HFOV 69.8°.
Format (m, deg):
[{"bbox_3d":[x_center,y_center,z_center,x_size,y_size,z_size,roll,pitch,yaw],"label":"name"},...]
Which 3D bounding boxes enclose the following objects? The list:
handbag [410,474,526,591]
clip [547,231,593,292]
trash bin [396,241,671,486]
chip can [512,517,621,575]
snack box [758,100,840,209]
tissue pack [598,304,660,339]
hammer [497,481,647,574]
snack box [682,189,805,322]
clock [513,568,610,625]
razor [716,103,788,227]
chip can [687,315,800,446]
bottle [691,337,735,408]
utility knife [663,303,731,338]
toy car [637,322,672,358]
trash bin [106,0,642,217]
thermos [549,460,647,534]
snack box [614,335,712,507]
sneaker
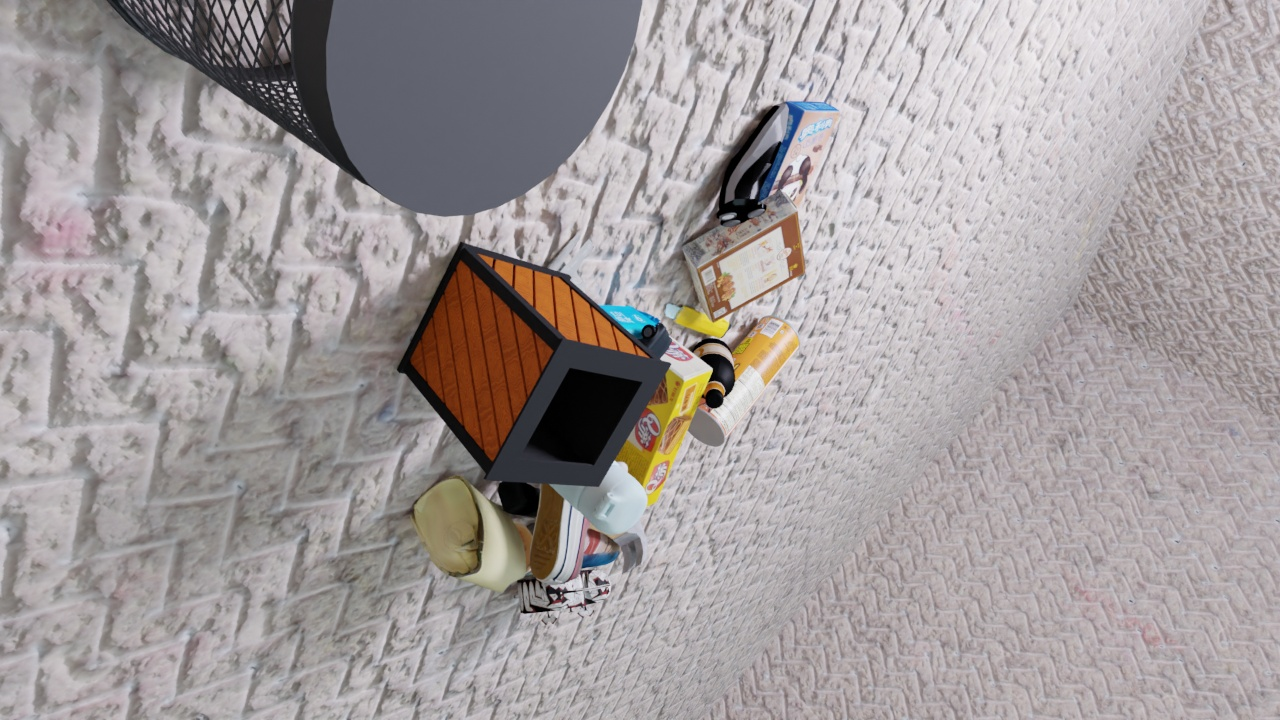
[{"bbox_3d":[-0.192,0.202,1.039,0.081,0.111,0.119,-33,150,0],"label":"handbag"},{"bbox_3d":[-0.077,-0.077,0.958,0.101,0.050,0.058,-48,140,-4],"label":"clip"},{"bbox_3d":[-0.101,0.006,0.850,0.139,0.172,0.140,12,113,-49],"label":"trash bin"},{"bbox_3d":[-0.108,0.254,1.271,0.080,0.080,0.229,-57,153,9],"label":"chip can"},{"bbox_3d":[0.189,-0.251,1.159,0.087,0.034,0.152,-17,136,-47],"label":"snack box"},{"bbox_3d":[-0.043,-0.016,1.059,0.144,0.062,0.093,0,123,-54],"label":"tissue pack"},{"bbox_3d":[-0.082,0.204,1.209,0.039,0.131,0.328,-31,151,15],"label":"hammer"},{"bbox_3d":[0.135,-0.128,1.170,0.147,0.041,0.143,-30,150,-1],"label":"snack box"},{"bbox_3d":[-0.105,0.332,1.291,0.114,0.065,0.155,0,166,-38],"label":"clock"},{"bbox_3d":[0.135,-0.232,1.083,0.057,0.060,0.156,29,78,-74],"label":"razor"},{"bbox_3d":[0.150,0.027,1.352,0.214,0.075,0.075,-47,154,-30],"label":"chip can"},{"bbox_3d":[0.097,0.022,1.222,0.059,0.059,0.181,-61,-174,17],"label":"bottle"},{"bbox_3d":[0.079,-0.055,1.246,0.178,0.017,0.030,13,107,-61],"label":"utility knife"},{"bbox_3d":[-0.006,0.006,1.033,0.112,0.034,0.046,-46,150,-9],"label":"toy car"},{"bbox_3d":[-0.144,-0.213,0.485,0.217,0.227,0.218,-37,149,-27],"label":"trash bin"},{"bbox_3d":[-0.081,0.103,0.984,0.065,0.207,0.078,-56,153,7],"label":"thermos"},{"bbox_3d":[0.001,0.079,1.186,0.061,0.110,0.231,-19,138,-47],"label":"snack box"},{"bbox_3d":[-0.068,0.142,1.076,0.087,0.118,0.240,15,77,-35],"label":"sneaker"}]
